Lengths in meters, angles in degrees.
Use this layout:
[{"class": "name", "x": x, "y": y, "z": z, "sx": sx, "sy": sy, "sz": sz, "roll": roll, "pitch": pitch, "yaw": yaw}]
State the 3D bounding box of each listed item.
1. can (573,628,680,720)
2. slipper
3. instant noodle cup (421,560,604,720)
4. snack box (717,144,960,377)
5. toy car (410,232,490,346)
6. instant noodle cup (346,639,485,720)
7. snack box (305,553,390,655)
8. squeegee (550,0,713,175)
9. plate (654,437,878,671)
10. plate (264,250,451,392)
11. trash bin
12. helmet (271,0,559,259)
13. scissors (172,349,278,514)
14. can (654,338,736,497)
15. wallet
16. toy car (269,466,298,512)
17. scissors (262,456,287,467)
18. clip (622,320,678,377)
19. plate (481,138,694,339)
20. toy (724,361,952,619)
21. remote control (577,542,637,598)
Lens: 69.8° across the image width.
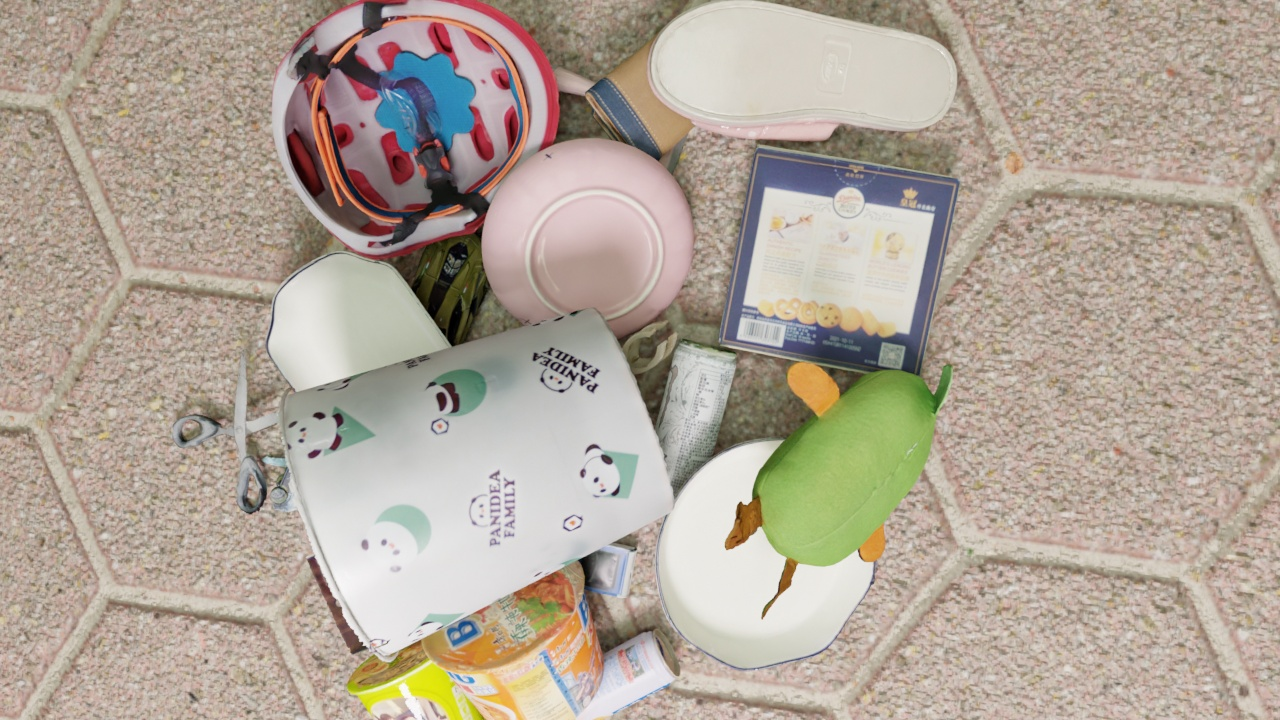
[{"class": "can", "x": -0.031, "y": 0.307, "z": 0.868, "sx": 0.135, "sy": 0.053, "sz": 0.053, "roll": -30, "pitch": 89, "yaw": 8}, {"class": "slipper", "x": 0.141, "y": -0.251, "z": 0.808, "sx": 0.274, "sy": 0.054, "sz": 0.114, "roll": 2, "pitch": 99, "yaw": -5}, {"class": "instant noodle cup", "x": -0.105, "y": 0.254, "z": 0.824, "sx": 0.151, "sy": 0.151, "sz": 0.111, "roll": -14, "pitch": 120, "yaw": 8}, {"class": "snack box", "x": 0.174, "y": -0.086, "z": 0.822, "sx": 0.178, "sy": 0.045, "sz": 0.182, "roll": 11, "pitch": 95, "yaw": 7}, {"class": "toy car", "x": -0.191, "y": -0.052, "z": 0.879, "sx": 0.070, "sy": 0.042, "sz": 0.158, "roll": 23, "pitch": 99, "yaw": 7}, {"class": "instant noodle cup", "x": -0.201, "y": 0.333, "z": 0.873, "sx": 0.112, "sy": 0.111, "sz": 0.123, "roll": -22, "pitch": 98, "yaw": 8}, {"class": "snack box", "x": -0.233, "y": 0.209, "z": 0.879, "sx": 0.126, "sy": 0.053, "sz": 0.113, "roll": -15, "pitch": 105, "yaw": 11}, {"class": "squeegee", "x": -0.070, "y": -0.257, "z": 0.851, "sx": 0.249, "sy": 0.040, "sz": 0.248, "roll": 21, "pitch": 96, "yaw": 7}, {"class": "plate", "x": 0.108, "y": 0.169, "z": 0.816, "sx": 0.204, "sy": 0.045, "sz": 0.205, "roll": -1, "pitch": 93, "yaw": -16}, {"class": "plate", "x": -0.236, "y": 0.022, "z": 0.867, "sx": 0.162, "sy": 0.034, "sz": 0.266, "roll": -31, "pitch": 100, "yaw": 16}, {"class": "trash bin", "x": -0.122, "y": 0.085, "z": 0.742, "sx": 0.251, "sy": 0.230, "sz": 0.229, "roll": -21, "pitch": 90, "yaw": -8}, {"class": "helmet", "x": -0.195, "y": -0.220, "z": 0.814, "sx": 0.240, "sy": 0.143, "sz": 0.207, "roll": -23, "pitch": 118, "yaw": -1}, {"class": "scissors", "x": -0.392, "y": 0.074, "z": 0.904, "sx": 0.179, "sy": 0.014, "sz": 0.159, "roll": -14, "pitch": 102, "yaw": 26}, {"class": "can", "x": 0.044, "y": 0.057, "z": 0.842, "sx": 0.058, "sy": 0.058, "sz": 0.147, "roll": 14, "pitch": 95, "yaw": 7}, {"class": "wallet", "x": 0.017, "y": -0.237, "z": 0.818, "sx": 0.115, "sy": 0.033, "sz": 0.090, "roll": -43, "pitch": 114, "yaw": -7}, {"class": "toy car", "x": -0.332, "y": 0.105, "z": 0.894, "sx": 0.034, "sy": 0.043, "sz": 0.090, "roll": 23, "pitch": 97, "yaw": -13}, {"class": "scissors", "x": -0.314, "y": 0.102, "z": 0.917, "sx": 0.118, "sy": 0.017, "sz": 0.133, "roll": -41, "pitch": 83, "yaw": 10}, {"class": "clip", "x": -0.008, "y": 0.001, "z": 0.849, "sx": 0.070, "sy": 0.034, "sz": 0.100, "roll": 48, "pitch": 124, "yaw": 3}, {"class": "plate", "x": -0.043, "y": -0.096, "z": 0.811, "sx": 0.192, "sy": 0.039, "sz": 0.193, "roll": -4, "pitch": 116, "yaw": -9}, {"class": "toy", "x": 0.161, "y": 0.095, "z": 0.756, "sx": 0.246, "sy": 0.090, "sz": 0.227, "roll": -40, "pitch": 127, "yaw": -19}, {"class": "remote control", "x": -0.068, "y": 0.190, "z": 0.882, "sx": 0.125, "sy": 0.024, "sz": 0.049, "roll": 12, "pitch": 95, "yaw": 8}]
